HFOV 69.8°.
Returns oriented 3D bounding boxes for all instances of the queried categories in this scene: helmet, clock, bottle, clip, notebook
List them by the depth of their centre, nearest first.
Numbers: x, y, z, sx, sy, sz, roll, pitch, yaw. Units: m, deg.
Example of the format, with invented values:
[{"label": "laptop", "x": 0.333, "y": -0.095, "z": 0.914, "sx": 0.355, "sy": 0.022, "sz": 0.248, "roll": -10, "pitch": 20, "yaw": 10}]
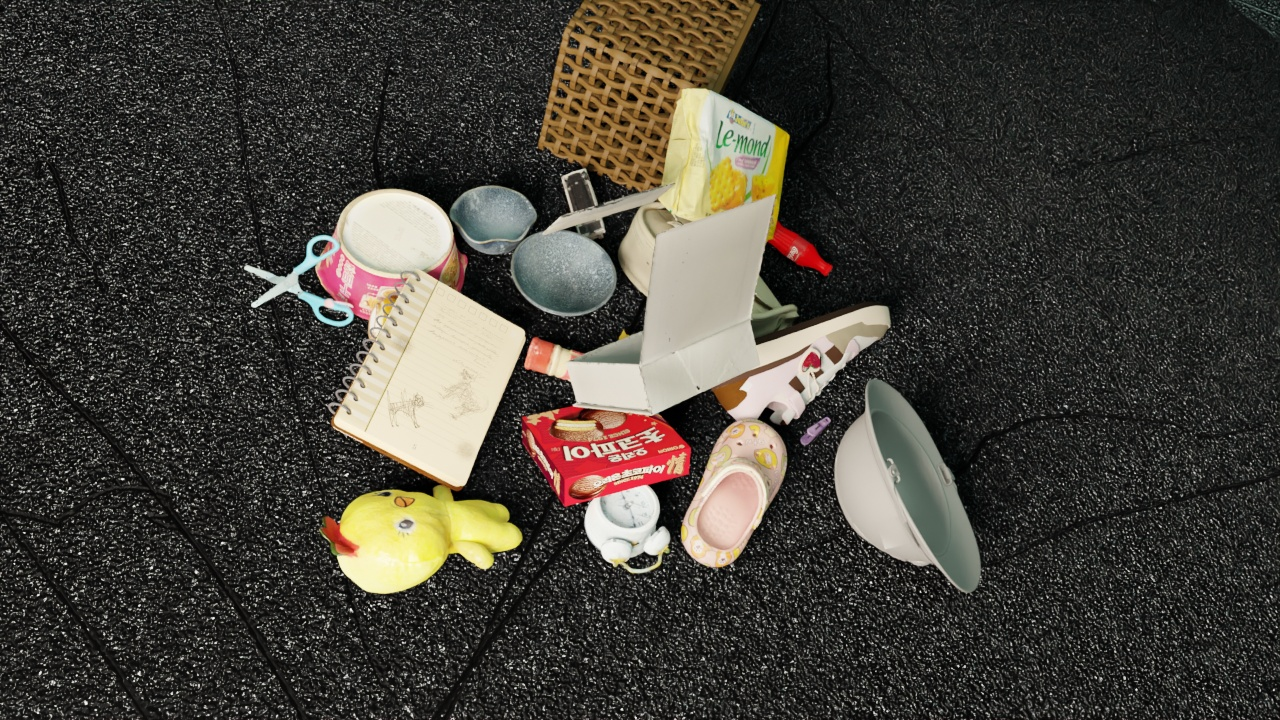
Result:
[{"label": "clock", "x": -0.014, "y": 0.187, "z": 1.032, "sx": 0.083, "sy": 0.057, "sz": 0.117, "roll": -11, "pitch": 55, "yaw": -24}, {"label": "notebook", "x": -0.234, "y": 0.014, "z": 1.035, "sx": 0.167, "sy": 0.024, "sz": 0.224, "roll": 31, "pitch": 50, "yaw": -19}, {"label": "bottle", "x": -0.267, "y": -0.038, "z": 1.100, "sx": 0.108, "sy": 0.063, "sz": 0.063, "roll": 9, "pitch": 55, "yaw": -27}, {"label": "helmet", "x": 0.298, "y": 0.166, "z": 1.116, "sx": 0.183, "sy": 0.118, "sz": 0.271, "roll": 10, "pitch": 55, "yaw": -49}, {"label": "bottle", "x": -0.088, "y": 0.006, "z": 1.139, "sx": 0.109, "sy": 0.044, "sz": 0.044, "roll": 18, "pitch": 54, "yaw": -6}, {"label": "clip", "x": 0.229, "y": 0.089, "z": 1.194, "sx": 0.051, "sy": 0.032, "sz": 0.013, "roll": -32, "pitch": 71, "yaw": -34}, {"label": "bottle", "x": 0.230, "y": -0.165, "z": 1.354, "sx": 0.119, "sy": 0.036, "sz": 0.036, "roll": 36, "pitch": 55, "yaw": 7}]

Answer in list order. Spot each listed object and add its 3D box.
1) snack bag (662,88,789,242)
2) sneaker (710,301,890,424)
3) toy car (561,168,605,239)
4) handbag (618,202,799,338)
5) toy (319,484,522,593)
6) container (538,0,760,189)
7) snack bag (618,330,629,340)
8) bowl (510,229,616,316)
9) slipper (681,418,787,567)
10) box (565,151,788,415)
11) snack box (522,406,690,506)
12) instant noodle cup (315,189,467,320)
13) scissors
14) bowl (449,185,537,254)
[{"label": "snack bag", "x": 0.113, "y": -0.249, "z": 1.210, "sx": 0.246, "sy": 0.068, "sz": 0.159, "roll": 6, "pitch": 92, "yaw": -53}, {"label": "sneaker", "x": 0.226, "y": 0.009, "z": 1.210, "sx": 0.293, "sy": 0.112, "sz": 0.116, "roll": -18, "pitch": 86, "yaw": -28}, {"label": "toy car", "x": -0.079, "y": -0.216, "z": 1.291, "sx": 0.039, "sy": 0.039, "sz": 0.113, "roll": -19, "pitch": 61, "yaw": 2}, {"label": "handbag", "x": 0.100, "y": -0.132, "z": 1.243, "sx": 0.183, "sy": 0.132, "sz": 0.229, "roll": -18, "pitch": 66, "yaw": -34}, {"label": "toy", "x": -0.226, "y": 0.182, "z": 0.953, "sx": 0.207, "sy": 0.092, "sz": 0.134, "roll": -8, "pitch": 28, "yaw": -29}, {"label": "container", "x": 0.012, "y": -0.415, "z": 1.336, "sx": 0.214, "sy": 0.220, "sz": 0.250, "roll": 24, "pitch": 54, "yaw": -1}, {"label": "snack bag", "x": -0.007, "y": 0.007, "z": 1.174, "sx": 0.020, "sy": 0.026, "sz": 0.099, "roll": -13, "pitch": 64, "yaw": -25}, {"label": "bowl", "x": -0.104, "y": -0.100, "z": 1.194, "sx": 0.137, "sy": 0.057, "sz": 0.136, "roll": 8, "pitch": 56, "yaw": -12}, {"label": "slipper", "x": 0.120, "y": 0.150, "z": 1.078, "sx": 0.093, "sy": 0.082, "sz": 0.196, "roll": 30, "pitch": 62, "yaw": -2}, {"label": "box", "x": 0.036, "y": -0.061, "z": 1.001, "sx": 0.166, "sy": 0.331, "sz": 0.165, "roll": -23, "pitch": 54, "yaw": -33}, {"label": "snack box", "x": -0.042, "y": 0.098, "z": 1.058, "sx": 0.151, "sy": 0.036, "sz": 0.132, "roll": -12, "pitch": 32, "yaw": -24}, {"label": "instant noodle cup", "x": -0.306, "y": -0.139, "z": 1.145, "sx": 0.178, "sy": 0.078, "sz": 0.178, "roll": 8, "pitch": 56, "yaw": -13}, {"label": "scissors", "x": -0.397, "y": -0.099, "z": 1.086, "sx": 0.135, "sy": 0.130, "sz": 0.015, "roll": 22, "pitch": 15, "yaw": -16}, {"label": "bowl", "x": -0.195, "y": -0.178, "z": 1.215, "sx": 0.110, "sy": 0.055, "sz": 0.110, "roll": 5, "pitch": 52, "yaw": -7}]
